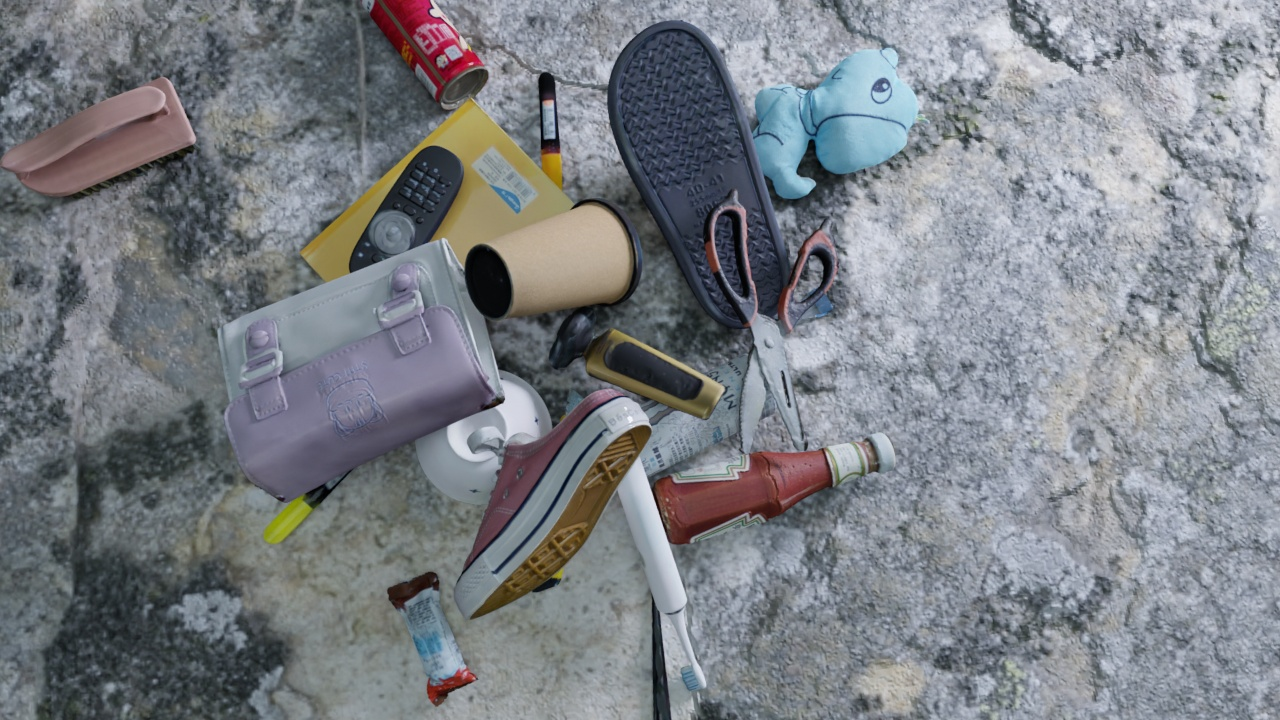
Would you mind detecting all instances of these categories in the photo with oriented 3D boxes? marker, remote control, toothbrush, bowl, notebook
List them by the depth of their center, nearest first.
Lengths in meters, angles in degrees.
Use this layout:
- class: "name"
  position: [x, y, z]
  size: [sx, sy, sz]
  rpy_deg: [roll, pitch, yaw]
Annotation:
- class: "toothbrush"
  position: [0.018, 0.174, 0.751]
  size: [0.026, 0.026, 0.221]
  rpy_deg: [-16, 103, 8]
- class: "bowl"
  position: [-0.133, 0.061, 0.764]
  size: [0.118, 0.065, 0.118]
  rpy_deg: [1, 81, -3]
- class: "toothbrush"
  position: [0.015, 0.242, 0.773]
  size: [0.015, 0.018, 0.181]
  rpy_deg: [-2, 84, -7]
- class: "marker"
  position: [-0.268, 0.106, 0.775]
  size: [0.018, 0.015, 0.124]
  rpy_deg: [43, 79, 2]
- class: "remote control"
  position: [-0.199, -0.121, 0.787]
  size: [0.053, 0.024, 0.136]
  rpy_deg: [32, 87, 3]
- class: "notebook"
  position: [-0.175, -0.111, 0.804]
  size: [0.206, 0.010, 0.146]
  rpy_deg: [-44, 86, -3]
- class: "marker"
  position: [-0.082, -0.202, 0.830]
  size: [0.018, 0.015, 0.123]
  rpy_deg: [-4, 81, 0]

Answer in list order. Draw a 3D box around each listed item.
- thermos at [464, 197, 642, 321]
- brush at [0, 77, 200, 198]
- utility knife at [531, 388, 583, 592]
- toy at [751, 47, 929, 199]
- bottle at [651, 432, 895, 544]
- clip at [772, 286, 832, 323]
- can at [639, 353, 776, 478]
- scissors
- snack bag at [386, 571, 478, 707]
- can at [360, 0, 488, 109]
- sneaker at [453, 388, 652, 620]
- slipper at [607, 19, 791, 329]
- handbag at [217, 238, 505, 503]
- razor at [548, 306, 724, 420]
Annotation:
- class: "thermos"
  position: [-0.068, -0.078, 0.746]
  size: [0.142, 0.093, 0.093]
  rpy_deg: [-22, 83, -42]
- class: "brush"
  position: [-0.456, -0.185, 0.774]
  size: [0.145, 0.073, 0.063]
  rpy_deg: [-25, 85, -5]
- class: "utility knife"
  position: [-0.070, 0.111, 0.785]
  size: [0.033, 0.015, 0.177]
  rpy_deg: [10, 82, -2]
- class: "toy"
  position: [0.179, -0.216, 0.831]
  size: [0.156, 0.050, 0.161]
  rpy_deg: [17, 86, 1]
- class: "bottle"
  position: [0.114, 0.103, 0.778]
  size: [0.206, 0.060, 0.059]
  rpy_deg: [-14, 83, -6]
- class: "clip"
  position: [0.141, -0.044, 0.819]
  size: [0.058, 0.044, 0.027]
  rpy_deg: [-24, 90, 3]
- class: "can"
  position: [0.040, 0.050, 0.780]
  size: [0.146, 0.058, 0.058]
  rpy_deg: [-26, 84, -7]
- class: "scissors"
  position: [0.107, -0.038, 0.761]
  size: [0.189, 0.015, 0.224]
  rpy_deg: [43, 71, -8]
- class: "snack bag"
  position: [-0.172, 0.229, 0.757]
  size: [0.045, 0.026, 0.105]
  rpy_deg: [-24, 83, 2]
- class: "can"
  position: [-0.195, -0.291, 0.815]
  size: [0.053, 0.053, 0.132]
  rpy_deg: [-37, 86, -8]
- class: "sneaker"
  position: [-0.084, 0.103, 0.711]
  size: [0.088, 0.118, 0.242]
  rpy_deg: [48, 120, 25]
- class: "slipper"
  position: [0.048, -0.156, 0.806]
  size: [0.110, 0.083, 0.268]
  rpy_deg: [-24, 102, -3]
- class: "handbag"
  position: [-0.219, 0.006, 0.722]
  size: [0.197, 0.098, 0.144]
  rpy_deg: [-23, 63, 1]
- class: "razor"
  position: [-0.004, 0.004, 0.756]
  size: [0.167, 0.067, 0.062]
  rpy_deg: [25, 76, 29]
